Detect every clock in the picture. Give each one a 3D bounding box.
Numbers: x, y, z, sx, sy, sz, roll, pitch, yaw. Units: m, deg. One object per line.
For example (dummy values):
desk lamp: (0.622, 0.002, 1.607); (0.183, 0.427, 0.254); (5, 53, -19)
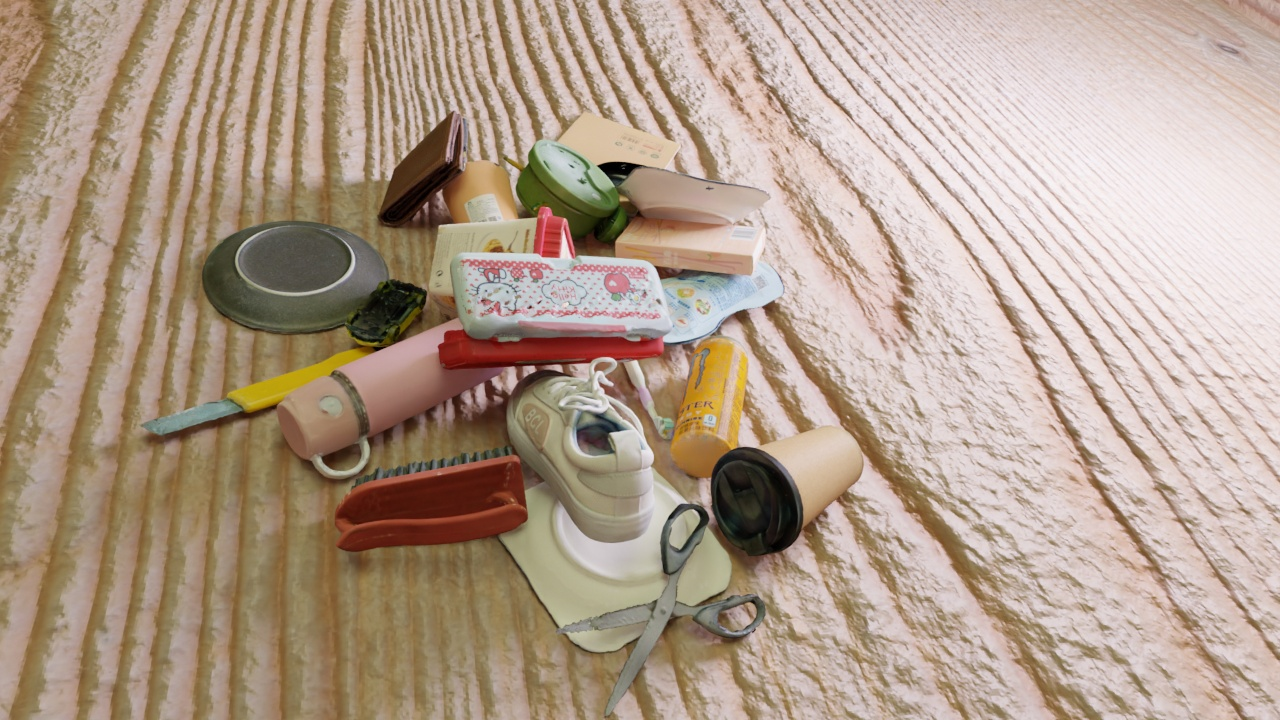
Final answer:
clock: (-0.074, -0.191, 1.058); (0.161, 0.056, 0.116); (10, 41, -44)

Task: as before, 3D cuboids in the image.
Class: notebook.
notebook: (-0.044, -0.263, 1.207); (0.148, 0.008, 0.207); (20, 42, 6)

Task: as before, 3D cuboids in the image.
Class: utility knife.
utility knife: (-0.318, 0.025, 0.805); (0.222, 0.015, 0.033); (-21, 52, -36)

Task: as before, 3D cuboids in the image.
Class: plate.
plate: (0.055, -0.182, 1.072); (0.163, 0.034, 0.164); (9, -2, -12)
plate: (-0.020, 0.142, 0.749); (0.164, 0.034, 0.163); (-21, 52, -32)
plate: (-0.346, -0.094, 0.924); (0.179, 0.024, 0.179); (8, 42, -7)

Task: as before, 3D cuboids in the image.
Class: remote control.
remote control: (0.005, -0.229, 1.158); (0.136, 0.024, 0.053); (13, 41, -2)

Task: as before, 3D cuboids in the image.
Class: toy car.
toy car: (-0.245, -0.042, 0.886); (0.048, 0.032, 0.105); (18, 35, 4)

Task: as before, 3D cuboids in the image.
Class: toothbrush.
toothbrush: (-0.005, 0.005, 0.916); (0.020, 0.029, 0.189); (-34, 47, 8)

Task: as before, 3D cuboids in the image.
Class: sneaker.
sneaker: (-0.054, 0.047, 0.760); (0.089, 0.091, 0.242); (-5, 26, -22)

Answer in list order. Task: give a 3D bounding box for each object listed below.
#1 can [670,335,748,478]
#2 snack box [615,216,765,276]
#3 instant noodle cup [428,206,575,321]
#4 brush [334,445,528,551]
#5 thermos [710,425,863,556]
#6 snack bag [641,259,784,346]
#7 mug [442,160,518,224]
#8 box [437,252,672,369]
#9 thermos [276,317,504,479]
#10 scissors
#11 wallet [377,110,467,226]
can: (0.068, 0.041, 0.866); (0.058, 0.058, 0.145); (15, 41, 1)
snack box: (0.057, -0.131, 1.040); (0.157, 0.026, 0.084); (7, 30, 15)
instant noodle cup: (-0.133, -0.082, 0.899); (0.124, 0.116, 0.116); (2, 70, 5)
brush: (-0.162, 0.113, 0.708); (0.145, 0.063, 0.069); (-8, 30, -8)
thermos: (0.130, 0.106, 0.797); (0.143, 0.093, 0.093); (-18, 50, -42)
snack bag: (0.064, -0.071, 1.004); (0.190, 0.039, 0.110); (-28, 56, -37)
mug: (-0.167, -0.151, 1.002); (0.078, 0.078, 0.122); (-6, 49, -22)
box: (-0.074, -0.047, 0.809); (0.201, 0.096, 0.100); (-2, 86, -31)
thermos: (-0.209, 0.029, 0.802); (0.198, 0.067, 0.087); (-30, 87, -39)
scissors: (0.021, 0.189, 0.696); (0.159, 0.014, 0.180); (27, 63, -14)
wallet: (-0.242, -0.213, 1.026); (0.032, 0.125, 0.101); (37, 34, -35)
